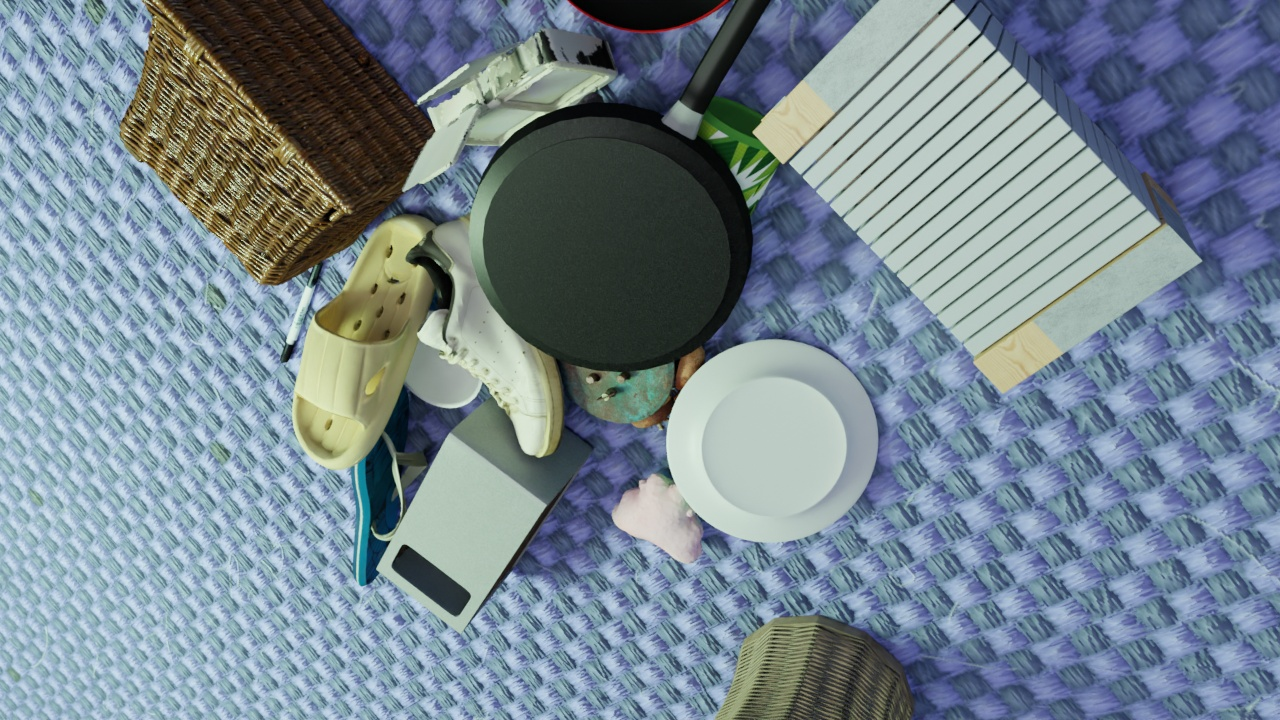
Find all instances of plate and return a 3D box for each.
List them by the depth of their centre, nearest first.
[{"bbox_3d":[0.118,0.076,0.818,0.188,0.016,0.189,1,101,2],"label":"plate"}]

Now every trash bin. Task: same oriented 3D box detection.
[{"bbox_3d":[0.229,-0.134,0.638,0.247,0.142,0.143,46,123,-2],"label":"trash bin"},{"bbox_3d":[-0.166,0.158,0.968,0.114,0.114,0.229,36,123,4],"label":"trash bin"}]

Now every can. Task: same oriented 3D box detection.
[{"bbox_3d":[0.051,-0.134,0.751,0.083,0.082,0.144,32,122,7],"label":"can"}]

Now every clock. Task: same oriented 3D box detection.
[{"bbox_3d":[-0.005,0.005,0.849,0.157,0.073,0.122,39,123,1],"label":"clock"}]

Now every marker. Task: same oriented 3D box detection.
[{"bbox_3d":[-0.378,-0.052,1.022,0.011,0.011,0.152,36,122,4],"label":"marker"}]

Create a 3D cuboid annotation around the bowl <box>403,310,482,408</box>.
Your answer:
[{"bbox_3d":[-0.201,-0.009,0.946,0.110,0.040,0.110,10,119,19],"label":"bowl"}]

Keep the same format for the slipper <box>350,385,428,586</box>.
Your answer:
[{"bbox_3d":[-0.272,0.140,1.013,0.060,0.118,0.296,15,125,0],"label":"slipper"}]

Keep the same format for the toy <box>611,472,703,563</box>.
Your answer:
[{"bbox_3d":[0.020,0.152,0.922,0.102,0.050,0.093,22,124,16],"label":"toy"}]

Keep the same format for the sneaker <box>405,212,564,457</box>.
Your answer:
[{"bbox_3d":[-0.148,-0.015,0.856,0.089,0.102,0.241,-13,97,65],"label":"sneaker"}]

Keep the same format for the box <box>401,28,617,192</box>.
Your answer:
[{"bbox_3d":[-0.114,-0.203,0.730,0.146,0.185,0.066,-21,107,37],"label":"box"}]

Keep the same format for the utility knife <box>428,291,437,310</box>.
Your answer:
[{"bbox_3d":[-0.230,-0.060,0.951,0.196,0.015,0.031,-2,119,23],"label":"utility knife"}]

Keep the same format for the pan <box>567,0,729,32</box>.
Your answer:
[{"bbox_3d":[-0.059,-0.384,0.689,0.356,0.067,0.209,25,121,11],"label":"pan"}]

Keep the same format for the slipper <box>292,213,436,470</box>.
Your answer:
[{"bbox_3d":[-0.274,-0.027,0.878,0.111,0.079,0.261,20,84,26],"label":"slipper"}]

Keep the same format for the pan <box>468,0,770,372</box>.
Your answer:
[{"bbox_3d":[0.005,-0.134,0.688,0.225,0.034,0.357,28,123,-10],"label":"pan"}]

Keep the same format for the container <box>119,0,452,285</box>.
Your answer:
[{"bbox_3d":[-0.339,-0.206,0.848,0.250,0.161,0.184,48,128,-4],"label":"container"}]

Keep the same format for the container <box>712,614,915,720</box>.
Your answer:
[{"bbox_3d":[0.157,0.385,0.887,0.227,0.195,0.227,10,117,19],"label":"container"}]

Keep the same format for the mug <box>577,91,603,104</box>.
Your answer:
[{"bbox_3d":[-0.055,-0.169,0.768,0.096,0.110,0.123,29,122,2],"label":"mug"}]
